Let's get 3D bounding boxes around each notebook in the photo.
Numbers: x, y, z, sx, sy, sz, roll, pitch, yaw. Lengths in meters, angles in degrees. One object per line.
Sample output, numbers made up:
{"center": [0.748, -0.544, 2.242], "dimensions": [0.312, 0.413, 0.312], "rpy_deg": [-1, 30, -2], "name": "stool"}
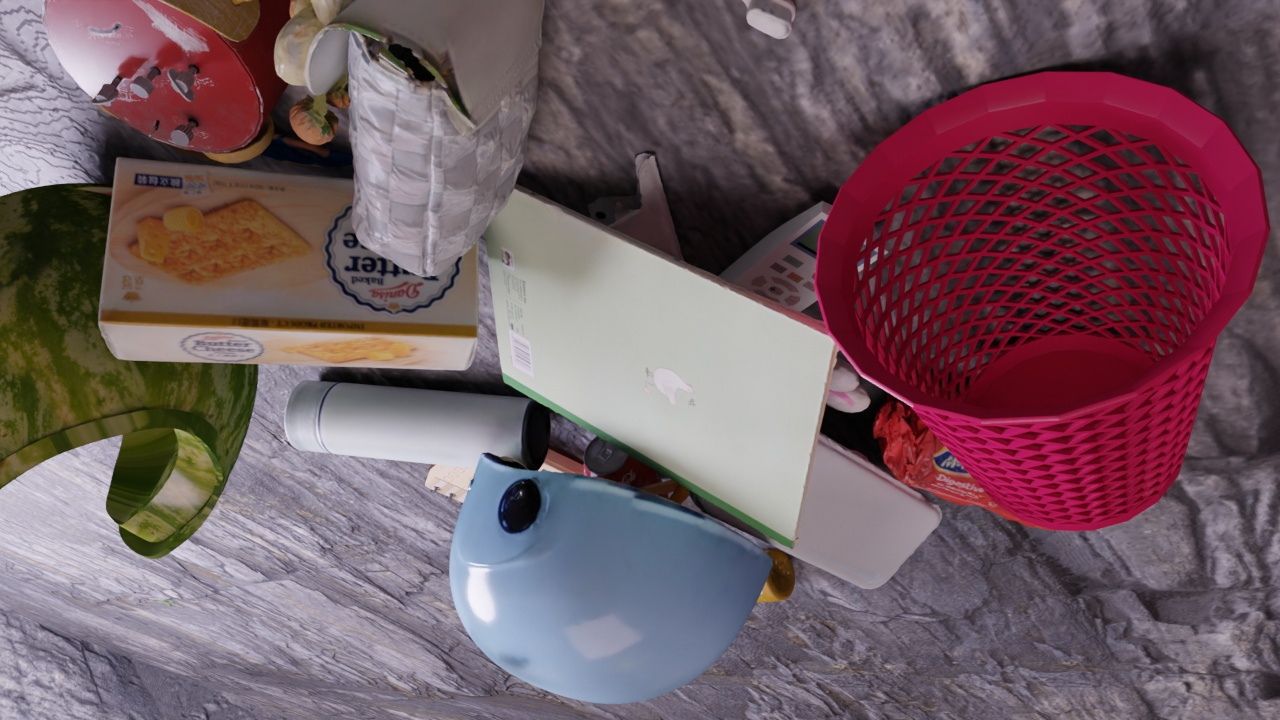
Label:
{"center": [-0.001, 0.001, 0.576], "dimensions": [0.253, 0.010, 0.182], "rpy_deg": [27, 138, 26], "name": "notebook"}
{"center": [-0.092, 0.142, 0.935], "dimensions": [0.225, 0.024, 0.168], "rpy_deg": [28, 143, -21], "name": "notebook"}

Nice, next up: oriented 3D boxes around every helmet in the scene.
{"center": [-0.387, -0.004, 0.634], "dimensions": [0.244, 0.247, 0.213], "rpy_deg": [-43, 150, 15], "name": "helmet"}
{"center": [-0.030, 0.173, 0.704], "dimensions": [0.266, 0.166, 0.225], "rpy_deg": [-9, 148, 46], "name": "helmet"}

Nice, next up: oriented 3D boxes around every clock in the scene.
{"center": [-0.250, -0.159, 0.494], "dimensions": [0.117, 0.081, 0.159], "rpy_deg": [23, 145, -15], "name": "clock"}

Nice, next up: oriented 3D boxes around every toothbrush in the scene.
{"center": [-0.010, -0.192, 0.419], "dimensions": [0.181, 0.018, 0.016], "rpy_deg": [22, 145, -11], "name": "toothbrush"}
{"center": [-0.204, -0.130, 0.579], "dimensions": [0.135, 0.017, 0.022], "rpy_deg": [12, 145, 2], "name": "toothbrush"}

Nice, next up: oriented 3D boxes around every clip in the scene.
{"center": [-0.007, -0.086, 0.574], "dimensions": [0.054, 0.038, 0.102], "rpy_deg": [-18, 141, 3], "name": "clip"}

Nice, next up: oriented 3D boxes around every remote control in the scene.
{"center": [0.089, -0.055, 0.579], "dimensions": [0.049, 0.024, 0.144], "rpy_deg": [26, 146, -19], "name": "remote control"}

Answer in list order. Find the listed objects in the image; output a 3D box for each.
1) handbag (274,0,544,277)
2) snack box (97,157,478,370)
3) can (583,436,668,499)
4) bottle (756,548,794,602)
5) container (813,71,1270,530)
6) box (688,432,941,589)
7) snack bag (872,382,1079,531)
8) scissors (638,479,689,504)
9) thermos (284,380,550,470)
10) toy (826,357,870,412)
{"center": [-0.120, -0.130, 0.470], "dimensions": [0.123, 0.112, 0.172], "rpy_deg": [24, 147, 1], "name": "handbag"}
{"center": [-0.204, -0.054, 0.556], "dimensions": [0.207, 0.104, 0.058], "rpy_deg": [2, 160, -17], "name": "snack box"}
{"center": [-0.013, 0.108, 0.830], "dimensions": [0.054, 0.053, 0.096], "rpy_deg": [-3, 143, 23], "name": "can"}
{"center": [0.078, 0.242, 0.996], "dimensions": [0.187, 0.053, 0.053], "rpy_deg": [-20, 134, 40], "name": "bottle"}
{"center": [0.218, -0.005, 0.490], "dimensions": [0.183, 0.182, 0.226], "rpy_deg": [-7, 149, 28], "name": "container"}
{"center": [0.117, 0.093, 0.711], "dimensions": [0.216, 0.110, 0.108], "rpy_deg": [32, 101, -32], "name": "box"}
{"center": [0.252, 0.071, 0.662], "dimensions": [0.176, 0.082, 0.082], "rpy_deg": [17, 147, -4], "name": "snack bag"}
{"center": [0.043, 0.105, 0.803], "dimensions": [0.125, 0.011, 0.129], "rpy_deg": [-8, 135, -16], "name": "scissors"}
{"center": [-0.197, 0.057, 0.809], "dimensions": [0.230, 0.067, 0.068], "rpy_deg": [5, 146, 14], "name": "thermos"}
{"center": [0.099, 0.010, 0.659], "dimensions": [0.126, 0.037, 0.076], "rpy_deg": [7, 154, 25], "name": "toy"}
